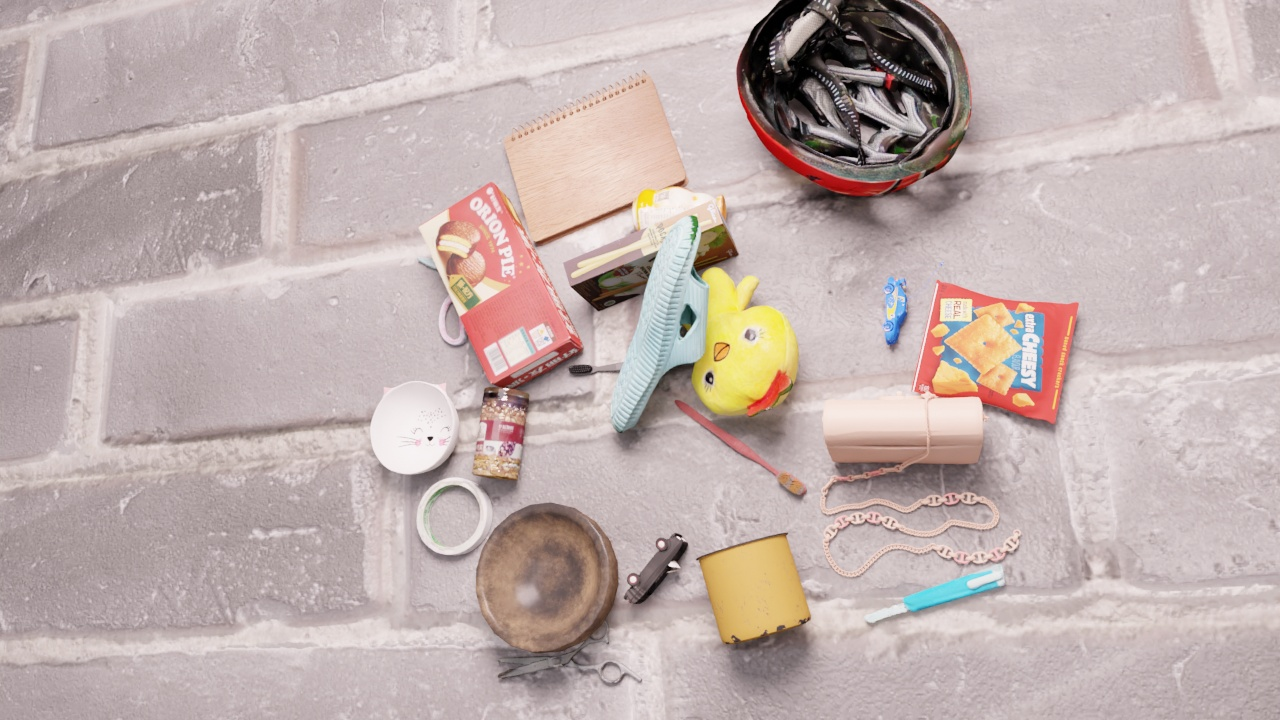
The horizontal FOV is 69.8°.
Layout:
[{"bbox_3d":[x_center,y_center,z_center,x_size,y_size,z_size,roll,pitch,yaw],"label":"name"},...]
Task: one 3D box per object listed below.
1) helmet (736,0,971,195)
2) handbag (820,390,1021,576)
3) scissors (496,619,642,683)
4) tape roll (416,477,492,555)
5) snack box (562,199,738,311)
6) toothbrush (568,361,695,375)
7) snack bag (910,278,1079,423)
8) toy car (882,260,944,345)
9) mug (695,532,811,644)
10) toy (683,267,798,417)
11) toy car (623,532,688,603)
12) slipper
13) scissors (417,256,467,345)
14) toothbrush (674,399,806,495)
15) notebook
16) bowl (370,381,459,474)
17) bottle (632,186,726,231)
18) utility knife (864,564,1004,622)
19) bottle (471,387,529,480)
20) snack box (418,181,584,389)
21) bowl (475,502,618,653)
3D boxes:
[{"bbox_3d":[0.235,-0.292,1.013,0.217,0.167,0.272,-45,69,2],"label":"helmet"},{"bbox_3d":[0.278,0.124,0.926,0.199,0.116,0.187,-2,76,16],"label":"handbag"},{"bbox_3d":[-0.082,0.349,1.036,0.160,0.014,0.120,-37,69,3],"label":"scissors"},{"bbox_3d":[-0.226,0.190,1.116,0.094,0.018,0.093,-4,76,16],"label":"tape roll"},{"bbox_3d":[0.014,-0.119,1.073,0.186,0.101,0.031,-21,72,11],"label":"snack box"},{"bbox_3d":[-0.007,0.006,1.098,0.167,0.013,0.012,-4,76,13],"label":"toothbrush"},{"bbox_3d":[0.374,-0.012,0.972,0.144,0.039,0.130,13,80,18],"label":"snack bag"},{"bbox_3d":[0.300,-0.064,1.008,0.062,0.033,0.092,-1,77,23],"label":"toy car"},{"bbox_3d":[0.113,0.244,0.965,0.124,0.100,0.094,-35,65,50],"label":"mug"},{"bbox_3d":[0.106,-0.019,1.031,0.134,0.092,0.207,-45,59,21],"label":"toy"},{"bbox_3d":[0.019,0.233,1.018,0.037,0.040,0.092,38,88,21],"label":"toy car"},{"bbox_3d":[0.030,-0.032,1.009,0.069,0.115,0.277,13,121,-12],"label":"slipper"},{"bbox_3d":[-0.225,-0.097,1.187,0.171,0.013,0.174,16,83,18],"label":"scissors"},{"bbox_3d":[0.109,0.096,1.040,0.184,0.015,0.015,35,95,23],"label":"toothbrush"},{"bbox_3d":[-0.062,-0.261,1.174,0.211,0.022,0.169,-21,73,11],"label":"notebook"},{"bbox_3d":[-0.271,0.087,1.137,0.115,0.050,0.114,-4,76,16],"label":"bowl"},{"bbox_3d":[0.047,-0.177,1.099,0.109,0.063,0.063,-2,76,14],"label":"bottle"},{"bbox_3d":[0.301,0.241,0.945,0.149,0.015,0.022,-20,63,11],"label":"utility knife"},{"bbox_3d":[-0.168,0.089,1.102,0.056,0.056,0.105,3,78,17],"label":"bottle"},{"bbox_3d":[-0.173,-0.091,1.130,0.113,0.060,0.236,-30,73,8],"label":"snack box"},{"bbox_3d":[-0.098,0.245,1.030,0.162,0.070,0.162,-6,71,17],"label":"bowl"}]
